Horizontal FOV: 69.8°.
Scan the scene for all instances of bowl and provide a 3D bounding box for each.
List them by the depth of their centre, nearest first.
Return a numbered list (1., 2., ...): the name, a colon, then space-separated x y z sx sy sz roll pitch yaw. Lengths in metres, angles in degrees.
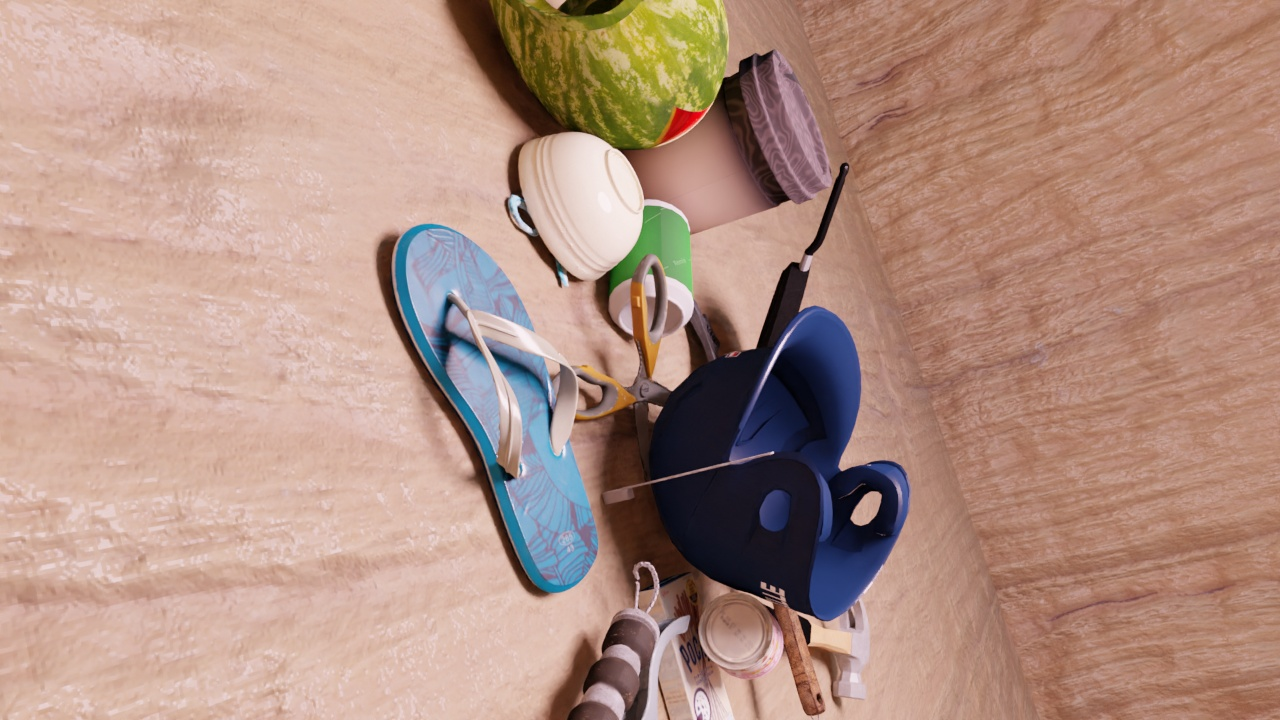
1. bowl: -0.045 -0.160 0.895 0.151 0.075 0.150 46 33 -42

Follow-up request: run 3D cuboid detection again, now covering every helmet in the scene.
1. helmet: 0.122 0.080 0.851 0.232 0.223 0.272 12 100 -54
2. helmet: -0.021 -0.330 0.926 0.243 0.213 0.247 57 5 18

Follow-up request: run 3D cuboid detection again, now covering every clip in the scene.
1. clip: 0.030 0.293 0.748 0.165 0.032 0.164 43 42 -30

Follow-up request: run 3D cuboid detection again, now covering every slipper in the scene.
1. slipper: -0.088 0.030 0.682 0.118 0.060 0.295 -30 100 -56

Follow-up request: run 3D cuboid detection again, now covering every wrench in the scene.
1. wrench: 0.092 0.016 1.078 0.073 0.018 0.272 50 17 -38

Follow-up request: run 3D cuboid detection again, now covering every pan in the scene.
1. pan: 0.137 0.204 0.990 0.207 0.040 0.356 17 46 -49
2. pan: 0.181 -0.074 1.126 0.224 0.034 0.357 -61 168 -64

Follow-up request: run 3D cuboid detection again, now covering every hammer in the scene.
1. hammer: -0.035 0.256 0.612 0.177 0.080 0.325 63 24 -15
2. hammer: 0.196 0.323 1.083 0.328 0.039 0.131 31 61 -50

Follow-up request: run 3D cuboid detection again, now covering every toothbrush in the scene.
1. toothbrush: 0.036 0.099 0.764 0.010 0.182 0.010 -11 83 -52

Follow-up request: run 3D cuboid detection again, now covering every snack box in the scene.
1. snack box: 0.042 0.273 0.831 0.081 0.026 0.150 0 73 -64

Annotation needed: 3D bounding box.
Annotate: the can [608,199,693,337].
1. can: 0.010 -0.098 0.975 0.088 0.088 0.139 46 34 -43

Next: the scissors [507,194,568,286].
1. scissors: -0.086 -0.136 0.894 0.134 0.011 0.139 37 39 -47

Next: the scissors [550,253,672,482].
1. scissors: -0.005 0.006 0.871 0.225 0.016 0.229 17 81 -53

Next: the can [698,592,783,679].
1. can: 0.090 0.246 0.817 0.076 0.067 0.067 59 21 -62

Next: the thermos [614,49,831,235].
1. thermos: 0.083 -0.231 1.060 0.172 0.227 0.172 46 34 -43
